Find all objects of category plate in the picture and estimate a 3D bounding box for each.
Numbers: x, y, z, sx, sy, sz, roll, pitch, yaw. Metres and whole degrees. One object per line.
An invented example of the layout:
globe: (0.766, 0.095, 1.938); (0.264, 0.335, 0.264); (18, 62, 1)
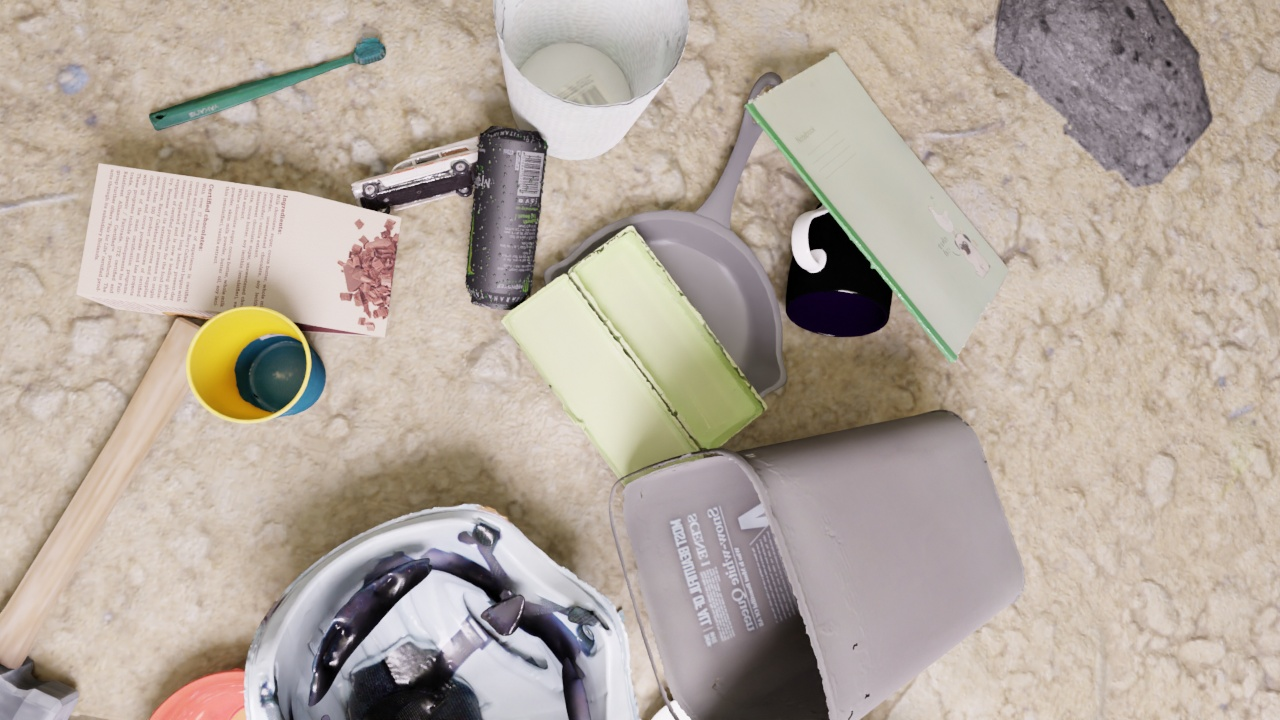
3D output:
plate: (0.046, 0.314, 0.731); (0.104, 0.026, 0.104); (1, 85, -9)

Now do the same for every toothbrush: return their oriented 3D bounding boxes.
toothbrush: (-0.294, -0.221, 0.730); (0.189, 0.017, 0.016); (-23, 88, -11)

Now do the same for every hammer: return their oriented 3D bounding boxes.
hammer: (-0.406, 0.116, 0.668); (0.117, 0.051, 0.322); (28, 78, -6)

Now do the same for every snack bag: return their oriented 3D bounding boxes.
snack bag: (-0.291, -0.077, 0.690); (0.206, 0.070, 0.094); (7, 84, -9)

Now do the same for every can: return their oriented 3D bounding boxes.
can: (-0.105, -0.111, 0.715); (0.054, 0.054, 0.138); (6, 104, -9)

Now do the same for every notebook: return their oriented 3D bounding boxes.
notebook: (0.203, -0.135, 0.755); (0.252, 0.010, 0.181); (51, 44, -2)

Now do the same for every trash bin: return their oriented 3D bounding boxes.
trash bin: (-0.045, -0.227, 0.698); (0.133, 0.161, 0.133); (1, 84, -9)
trash bin: (0.131, 0.140, 0.660); (0.219, 0.198, 0.197); (-13, 82, -32)

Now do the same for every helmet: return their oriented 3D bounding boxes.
helmet: (-0.131, 0.247, 0.626); (0.264, 0.164, 0.235); (42, 55, 13)

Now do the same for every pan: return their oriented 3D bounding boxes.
pan: (0.044, -0.083, 0.768); (0.216, 0.024, 0.354); (24, 82, -6)

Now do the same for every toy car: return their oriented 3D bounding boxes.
toy car: (-0.174, -0.148, 0.735); (0.113, 0.039, 0.039); (-17, 67, -10)

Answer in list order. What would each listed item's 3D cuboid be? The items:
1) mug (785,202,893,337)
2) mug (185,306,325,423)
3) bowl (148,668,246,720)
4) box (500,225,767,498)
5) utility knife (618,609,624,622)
mug: (0.157, -0.089, 0.747); (0.119, 0.085, 0.100); (36, 57, -45)
mug: (-0.267, 0.008, 0.660); (0.078, 0.121, 0.078); (1, 85, -9)
bowl: (-0.293, 0.288, 0.669); (0.130, 0.045, 0.130); (1, 85, -9)
box: (-0.004, 0.004, 0.726); (0.137, 0.024, 0.187); (-39, 92, -16)
utility knife: (-0.085, 0.251, 0.723); (0.177, 0.016, 0.022); (-32, 67, -12)
